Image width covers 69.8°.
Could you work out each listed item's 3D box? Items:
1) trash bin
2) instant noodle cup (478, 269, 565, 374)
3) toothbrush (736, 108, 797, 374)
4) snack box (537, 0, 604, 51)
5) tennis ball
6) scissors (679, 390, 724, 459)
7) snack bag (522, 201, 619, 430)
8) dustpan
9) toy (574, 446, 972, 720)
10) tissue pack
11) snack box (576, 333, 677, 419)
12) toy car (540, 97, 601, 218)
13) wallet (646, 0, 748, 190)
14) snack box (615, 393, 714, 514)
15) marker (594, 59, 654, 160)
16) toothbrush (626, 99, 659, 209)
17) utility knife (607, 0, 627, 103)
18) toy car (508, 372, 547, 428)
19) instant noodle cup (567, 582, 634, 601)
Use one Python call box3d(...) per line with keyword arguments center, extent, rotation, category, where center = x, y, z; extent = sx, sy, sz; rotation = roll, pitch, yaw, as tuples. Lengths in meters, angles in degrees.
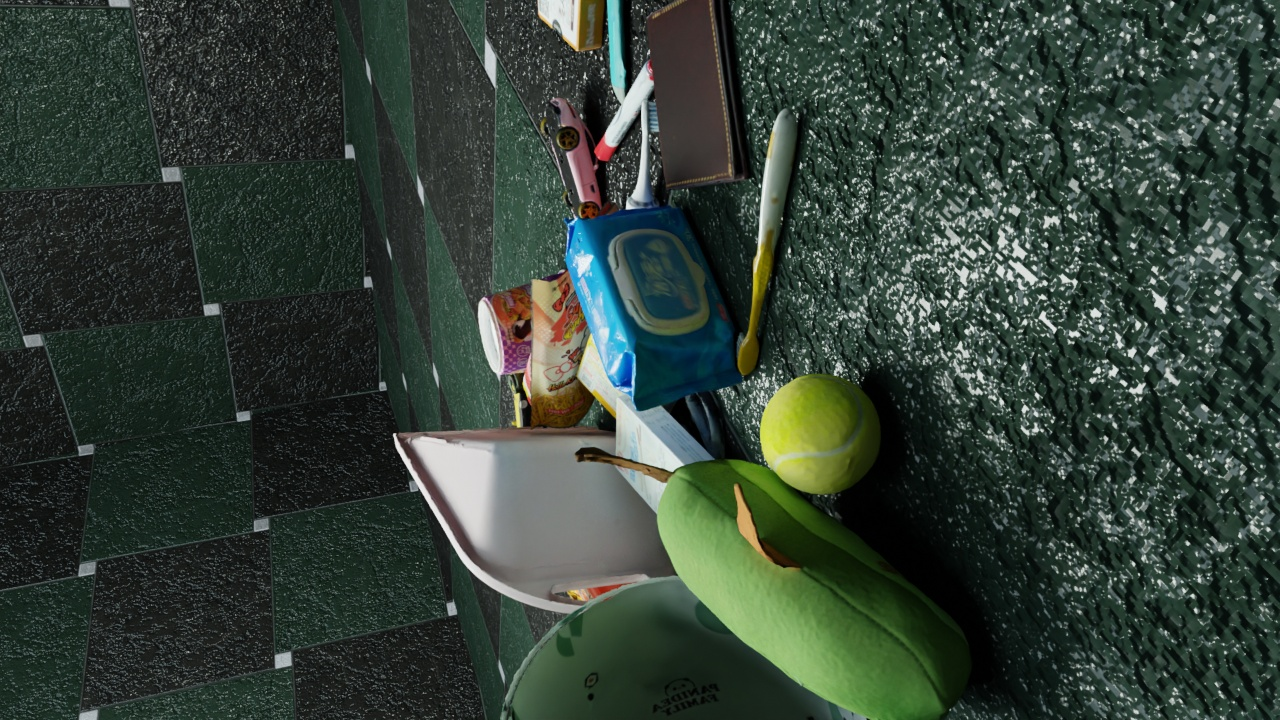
box3d(center=(0.037, 0.320, 0.631), extent=(0.229, 0.229, 0.252), rotation=(-131, 29, -52), category="trash bin")
box3d(center=(-0.116, -0.035, 0.982), extent=(0.112, 0.099, 0.111), rotation=(167, 90, -68), category="instant noodle cup")
box3d(center=(0.076, -0.068, 0.572), extent=(0.018, 0.016, 0.192), rotation=(-112, 20, -48), category="toothbrush")
box3d(center=(-0.054, -0.334, 0.727), extent=(0.075, 0.026, 0.154), rotation=(50, 148, 36), category="snack box")
box3d(center=(0.099, 0.040, 0.503), extent=(0.066, 0.065, 0.065), rotation=(167, 90, -70), category="tennis ball")
box3d(center=(0.065, 0.097, 0.711), extent=(0.174, 0.014, 0.159), rotation=(24, 127, 63), category="scissors")
box3d(center=(-0.064, -0.032, 0.828), extent=(0.073, 0.128, 0.208), rotation=(29, 140, 12), category="snack bag")
box3d(center=(-0.091, 0.136, 0.846), extent=(0.274, 0.222, 0.139), rotation=(-3, 88, 62), category="dustpan")
box3d(center=(0.079, 0.119, 0.519), extent=(0.247, 0.090, 0.227), rotation=(34, 172, 37), category="toy")
box3d(center=(0.009, -0.043, 0.651), extent=(0.157, 0.094, 0.052), rotation=(69, 153, 20), category="tissue pack")
box3d(center=(-0.005, 0.004, 0.761), extent=(0.087, 0.033, 0.141), rotation=(46, 153, 13), category="snack box")
box3d(center=(-0.058, -0.178, 0.833), extent=(0.056, 0.037, 0.122), rotation=(-129, 20, -55), category="toy car")
box3d(center=(0.035, -0.177, 0.610), extent=(0.096, 0.020, 0.122), rotation=(11, 111, 63), category="wallet")
box3d(center=(0.033, 0.098, 0.709), extent=(0.157, 0.026, 0.085), rotation=(45, 146, 38), category="snack box")
box3d(center=(-0.010, -0.195, 0.720), extent=(0.145, 0.017, 0.017), rotation=(143, 113, -68), category="marker")
box3d(center=(0.001, -0.102, 0.735), extent=(0.026, 0.026, 0.221), rotation=(-84, -2, -52), category="toothbrush")
box3d(center=(-0.018, -0.295, 0.686), extent=(0.029, 0.013, 0.206), rotation=(-126, 28, -51), category="utility knife")
box3d(center=(-0.116, 0.053, 1.075), extent=(0.041, 0.071, 0.156), rotation=(-134, 36, -53), category="toy car")
box3d(center=(-0.030, 0.226, 0.895), extent=(0.164, 0.079, 0.189), rotation=(62, 164, -12), category="instant noodle cup")
